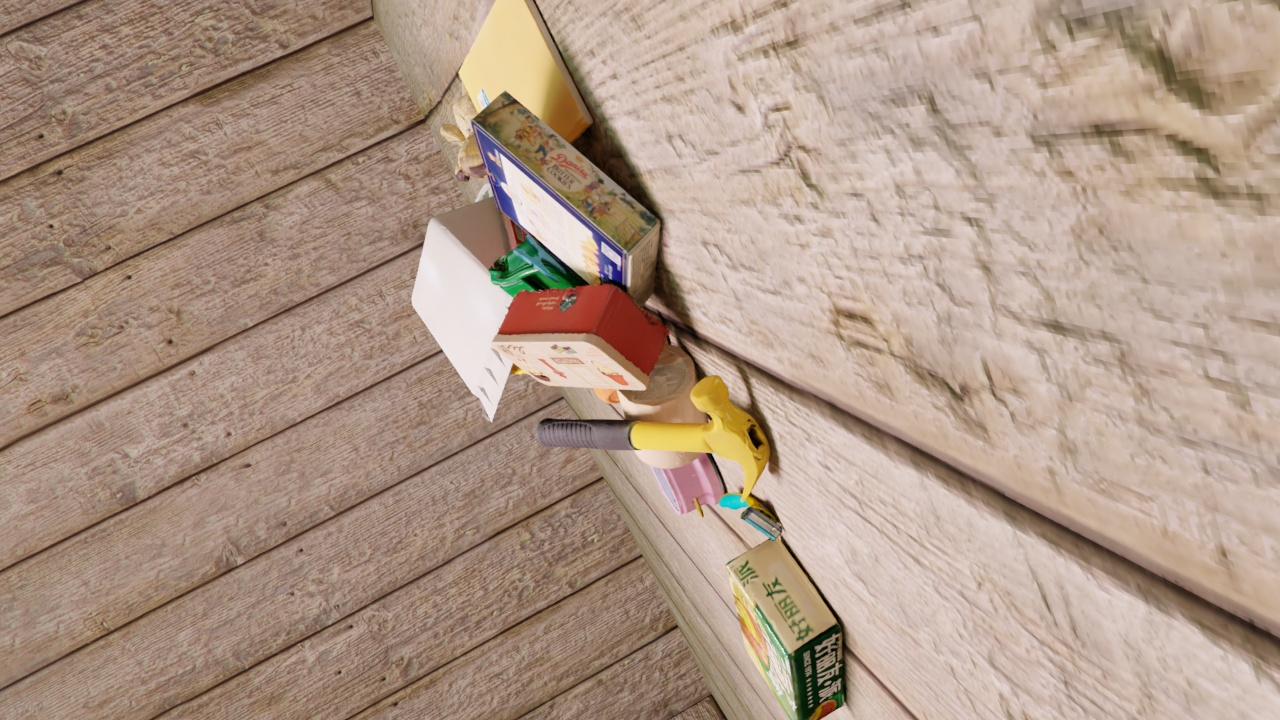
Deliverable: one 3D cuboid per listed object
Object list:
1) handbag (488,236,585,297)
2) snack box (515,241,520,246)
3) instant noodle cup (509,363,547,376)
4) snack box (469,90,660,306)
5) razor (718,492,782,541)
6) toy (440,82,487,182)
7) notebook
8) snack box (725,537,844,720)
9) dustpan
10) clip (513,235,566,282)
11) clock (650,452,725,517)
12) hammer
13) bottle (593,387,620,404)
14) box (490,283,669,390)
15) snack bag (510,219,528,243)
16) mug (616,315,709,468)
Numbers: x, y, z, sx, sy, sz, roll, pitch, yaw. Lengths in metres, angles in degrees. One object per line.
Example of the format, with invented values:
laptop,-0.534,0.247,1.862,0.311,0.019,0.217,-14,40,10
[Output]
handbag,-0.087,-0.078,0.991,0.131,0.120,0.067,45,-133,-35
snack box,-0.172,-0.173,1.320,0.118,0.105,0.117,47,162,57
instant noodle cup,-0.101,-0.033,1.185,0.109,0.138,0.138,22,-160,-37
snack box,-0.064,-0.133,0.833,0.182,0.045,0.178,42,169,9
razor,0.105,0.151,0.936,0.043,0.028,0.133,32,173,-10
toy,-0.176,-0.276,1.022,0.066,0.105,0.157,17,-111,-52
notebook,-0.116,-0.253,0.874,0.146,0.010,0.207,63,156,-4
snack box,0.154,0.289,0.955,0.114,0.063,0.240,55,168,37
dustpan,-0.194,-0.100,1.199,0.257,0.142,0.223,47,139,18
clip,-0.099,-0.099,0.909,0.057,0.047,0.014,38,169,-1
clock,0.045,0.125,1.112,0.117,0.059,0.158,65,173,-9
hammer,-0.001,0.071,0.862,0.301,0.032,0.129,-3,130,49
bottle,-0.050,-0.015,1.254,0.067,0.066,0.149,79,169,-62
box,-0.055,-0.027,0.878,0.169,0.080,0.091,2,150,49
snack bag,-0.097,-0.137,1.106,0.128,0.073,0.208,51,178,-38
mug,0.023,0.030,0.930,0.104,0.084,0.124,74,-168,-49
